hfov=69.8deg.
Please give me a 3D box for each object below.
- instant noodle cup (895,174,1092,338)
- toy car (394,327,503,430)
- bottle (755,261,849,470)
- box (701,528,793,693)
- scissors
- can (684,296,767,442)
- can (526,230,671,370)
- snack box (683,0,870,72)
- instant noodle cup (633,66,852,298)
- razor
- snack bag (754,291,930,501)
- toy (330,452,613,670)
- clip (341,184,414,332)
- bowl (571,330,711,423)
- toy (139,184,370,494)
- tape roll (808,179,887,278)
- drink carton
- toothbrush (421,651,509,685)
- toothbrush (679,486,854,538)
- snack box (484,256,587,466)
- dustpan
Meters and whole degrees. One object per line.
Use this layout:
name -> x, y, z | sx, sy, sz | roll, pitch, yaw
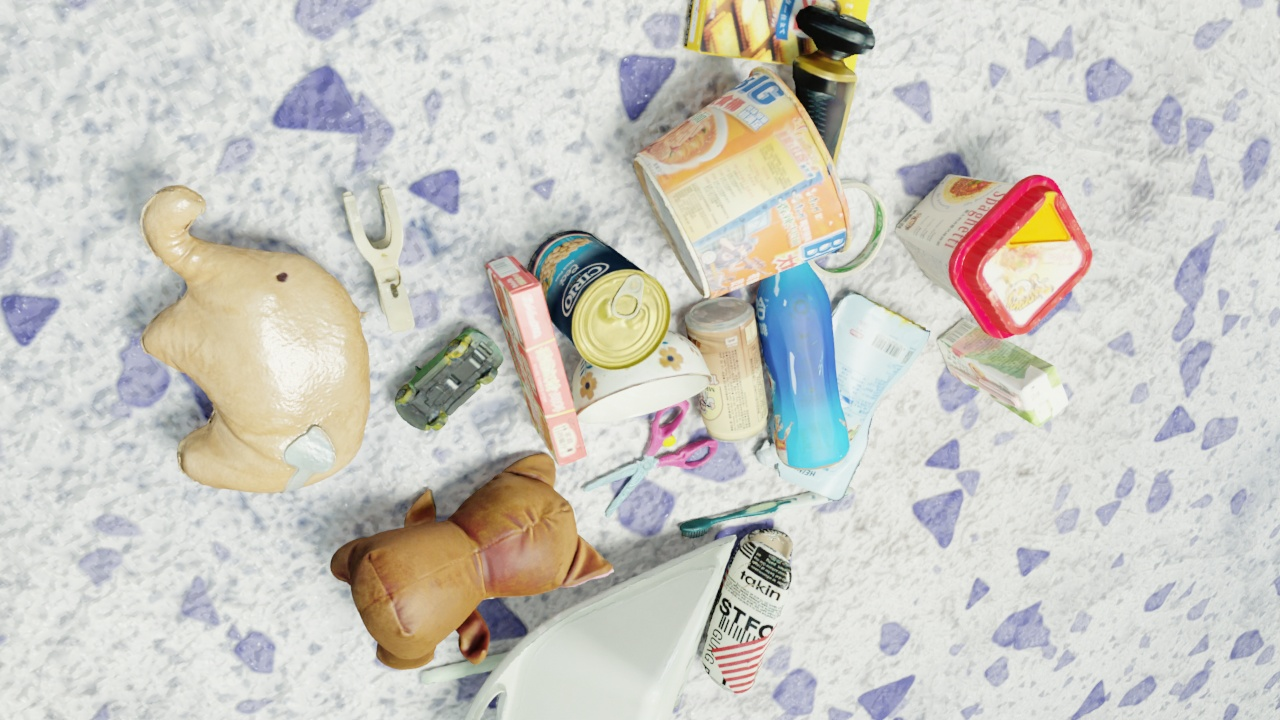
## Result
instant noodle cup -> 0.298, -0.099, 0.795 | 0.116, 0.124, 0.116 | -46, 123, 1
toy car -> -0.148, 0.014, 0.706 | 0.091, 0.036, 0.043 | -44, 123, -1
bottle -> 0.136, -0.016, 0.790 | 0.065, 0.065, 0.219 | -15, 105, -17
box -> 0.111, 0.244, 0.916 | 0.087, 0.076, 0.163 | -19, 127, -56
scissors -> 0.014, 0.095, 0.829 | 0.113, 0.017, 0.134 | 27, 105, -36
can -> 0.075, 0.008, 0.787 | 0.058, 0.058, 0.116 | -20, 119, -14
can -> -0.034, -0.048, 0.684 | 0.075, 0.111, 0.075 | -10, 117, -21
snack box -> 0.106, -0.269, 0.689 | 0.140, 0.034, 0.087 | -1, 114, -25
instant noodle cup -> 0.070, -0.122, 0.680 | 0.111, 0.151, 0.151 | -27, 121, 0
razor -> 0.142, -0.191, 0.707 | 0.067, 0.062, 0.168 | -42, 150, -29
snack bag -> 0.188, 0.037, 0.861 | 0.110, 0.039, 0.191 | 21, 105, -28
toy -> -0.132, 0.161, 0.736 | 0.199, 0.131, 0.140 | -27, 83, -22
clip -> -0.182, -0.073, 0.651 | 0.034, 0.072, 0.100 | -18, 113, -17
bowl -> -0.004, 0.004, 0.738 | 0.113, 0.114, 0.062 | -10, 74, -19
toy -> -0.257, -0.014, 0.622 | 0.143, 0.082, 0.226 | -17, 116, -25
tape roll -> 0.176, -0.114, 0.800 | 0.085, 0.014, 0.086 | -9, 117, -19
drink carton -> 0.337, 0.010, 0.864 | 0.045, 0.122, 0.053 | -37, 123, -2
toothbrush -> -0.108, 0.279, 0.857 | 0.189, 0.029, 0.020 | -5, 73, -20
toothbrush -> 0.126, 0.148, 0.900 | 0.191, 0.016, 0.018 | -9, 126, -19
snack box -> -0.080, 0.001, 0.707 | 0.025, 0.075, 0.153 | -21, 120, -14
dustpan -> -0.039, 0.279, 0.821 | 0.143, 0.257, 0.223 | 20, 116, 12
